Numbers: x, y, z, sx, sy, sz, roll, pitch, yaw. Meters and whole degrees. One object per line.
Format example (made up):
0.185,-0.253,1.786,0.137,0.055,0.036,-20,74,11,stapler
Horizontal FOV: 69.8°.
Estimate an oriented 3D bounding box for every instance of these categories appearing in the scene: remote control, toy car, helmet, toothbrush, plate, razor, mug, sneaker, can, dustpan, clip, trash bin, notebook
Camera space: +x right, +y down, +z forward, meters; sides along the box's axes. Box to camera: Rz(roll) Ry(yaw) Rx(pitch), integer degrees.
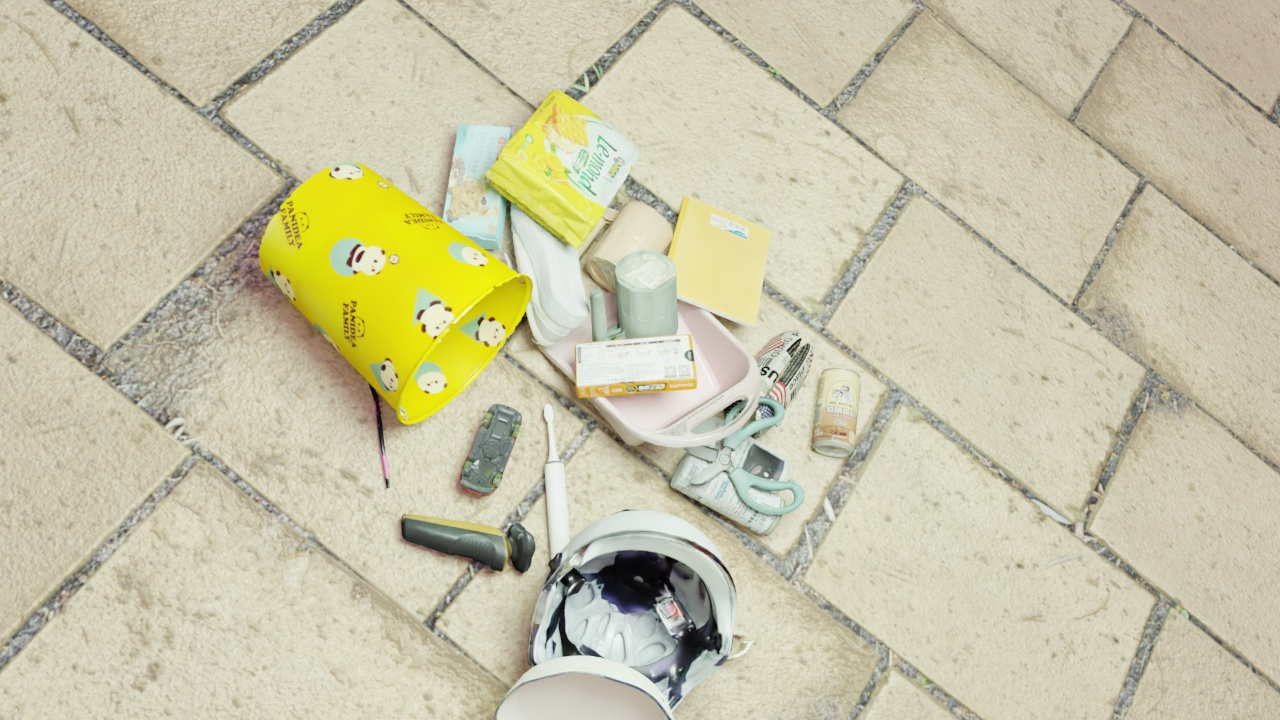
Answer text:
0.132,0.126,1.254,0.150,0.021,0.058,29,67,-3,remote control
-0.188,0.114,1.158,0.053,0.045,0.120,22,62,-4,toy car
-0.005,0.272,1.071,0.229,0.145,0.259,21,110,-7,helmet
-0.109,0.162,1.173,0.027,0.026,0.220,-8,72,5,toothbrush
-0.058,0.405,1.026,0.205,0.205,0.045,21,31,-7,plate
-0.211,0.216,1.119,0.167,0.062,0.067,13,38,-4,razor
-0.328,0.068,1.155,0.017,0.014,0.189,-5,73,-29,toothbrush
-0.033,-0.160,1.279,0.125,0.084,0.103,21,64,27,mug
-0.137,-0.122,1.243,0.089,0.091,0.242,15,44,-39,sneaker
0.276,0.073,1.290,0.058,0.059,0.116,15,68,-10,can
0.026,-0.006,1.208,0.222,0.139,0.273,-34,83,-22,dustpan
0.092,0.362,1.157,0.099,0.034,0.066,-15,77,-11,clip
-0.009,-0.072,1.193,0.123,0.103,0.083,-24,52,-18,mug
0.115,0.174,1.212,0.146,0.058,0.058,29,66,-4,can
-0.300,-0.091,1.111,0.255,0.230,0.229,40,66,7,trash bin
0.111,-0.145,1.315,0.146,0.010,0.205,21,49,-7,notebook

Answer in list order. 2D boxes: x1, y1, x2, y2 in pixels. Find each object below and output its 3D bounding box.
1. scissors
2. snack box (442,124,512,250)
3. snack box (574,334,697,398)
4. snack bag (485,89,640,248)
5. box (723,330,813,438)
0.146,0.115,1.199,0.170,0.019,0.181,22,68,-3,scissors
-0.222,-0.239,1.262,0.074,0.052,0.174,4,70,2,snack box
-0.007,0.007,1.175,0.154,0.026,0.075,-5,50,0,snack box
-0.105,-0.269,1.270,0.158,0.068,0.245,37,43,-11,snack bag
0.192,0.037,1.285,0.087,0.076,0.162,49,63,-19,box
